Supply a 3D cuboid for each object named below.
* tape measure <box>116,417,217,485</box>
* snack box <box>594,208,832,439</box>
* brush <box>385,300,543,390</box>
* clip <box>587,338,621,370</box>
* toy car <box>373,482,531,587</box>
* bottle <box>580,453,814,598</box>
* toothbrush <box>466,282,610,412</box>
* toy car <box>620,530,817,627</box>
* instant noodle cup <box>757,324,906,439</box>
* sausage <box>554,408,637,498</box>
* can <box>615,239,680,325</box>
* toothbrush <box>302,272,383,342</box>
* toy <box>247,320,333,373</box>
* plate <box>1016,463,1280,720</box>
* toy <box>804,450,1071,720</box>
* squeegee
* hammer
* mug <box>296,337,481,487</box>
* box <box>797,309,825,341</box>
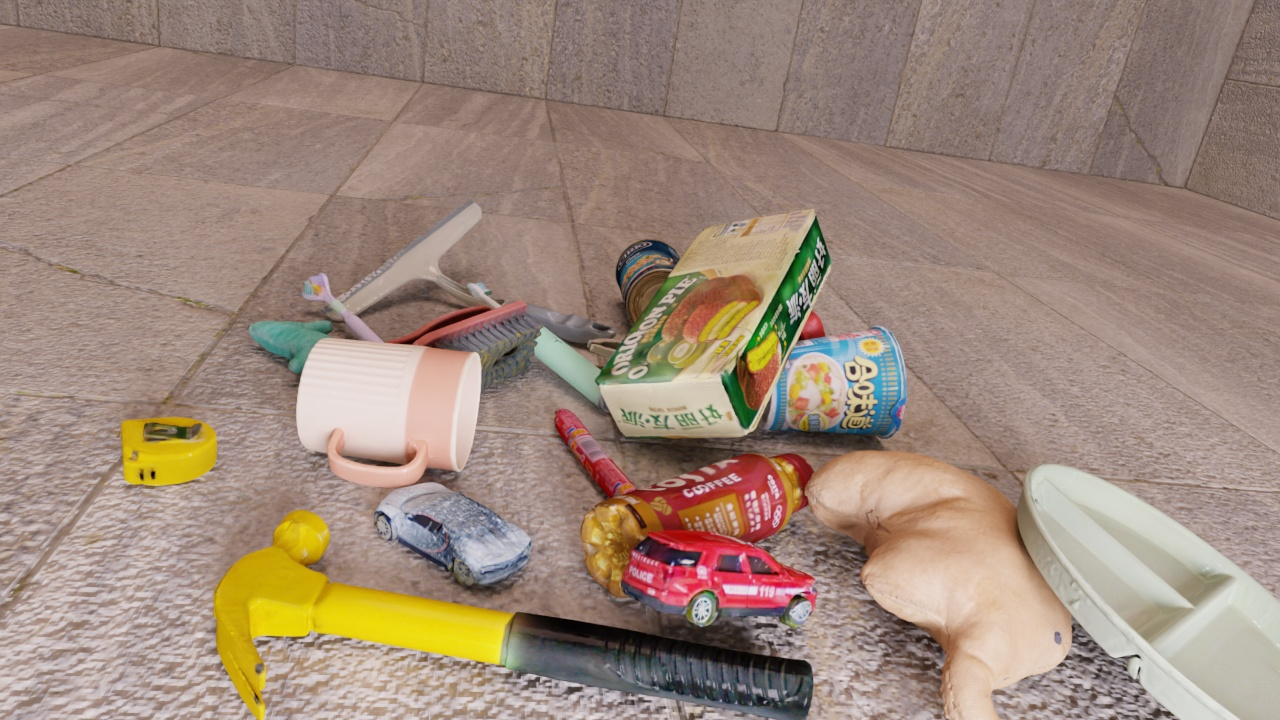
[{"bbox_3d":[-0.302,0.054,0.585,0.057,0.029,0.060,-3,25,-29],"label":"tape measure"},{"bbox_3d":[0.068,-0.035,0.753,0.115,0.063,0.239,-5,35,33],"label":"snack box"},{"bbox_3d":[-0.151,-0.008,0.753,0.069,0.063,0.145,32,31,21],"label":"brush"},{"bbox_3d":[-0.003,0.007,0.821,0.098,0.034,0.064,10,19,-22],"label":"clip"},{"bbox_3d":[-0.113,0.099,0.548,0.106,0.031,0.048,20,23,29],"label":"toy car"},{"bbox_3d":[0.045,0.096,0.581,0.174,0.057,0.057,-12,30,-42],"label":"bottle"},{"bbox_3d":[-0.093,-0.019,0.819,0.027,0.026,0.224,-17,40,-39],"label":"toothbrush"},{"bbox_3d":[0.047,0.119,0.504,0.120,0.045,0.053,16,-3,-37],"label":"toy car"},{"bbox_3d":[0.152,0.020,0.773,0.110,0.099,0.099,-2,24,-9],"label":"instant noodle cup"},{"bbox_3d":[-0.032,0.072,0.660,0.020,0.020,0.156,-3,25,-27],"label":"sausage"},{"bbox_3d":[0.016,-0.077,0.972,0.075,0.075,0.111,5,23,-9],"label":"can"},{"bbox_3d":[-0.246,-0.028,0.802,0.189,0.029,0.021,36,-4,37],"label":"toothbrush"},{"bbox_3d":[-0.281,-0.016,0.767,0.092,0.030,0.096,22,19,23],"label":"toy"},{"bbox_3d":[0.310,0.145,0.519,0.230,0.028,0.229,24,27,-13],"label":"plate"},{"bbox_3d":[0.187,0.131,0.536,0.143,0.083,0.225,3,27,-13],"label":"toy"},{"bbox_3d":[-0.135,-0.057,0.913,0.247,0.039,0.245,21,41,15],"label":"squeegee"},{"bbox_3d":[-0.065,0.141,0.461,0.301,0.033,0.128,9,22,1],"label":"hammer"},{"bbox_3d":[-0.170,0.039,0.617,0.106,0.082,0.114,7,39,-1],"label":"mug"},{"bbox_3d":[0.123,-0.031,0.905,0.068,0.090,0.201,-22,26,-2],"label":"box"}]
